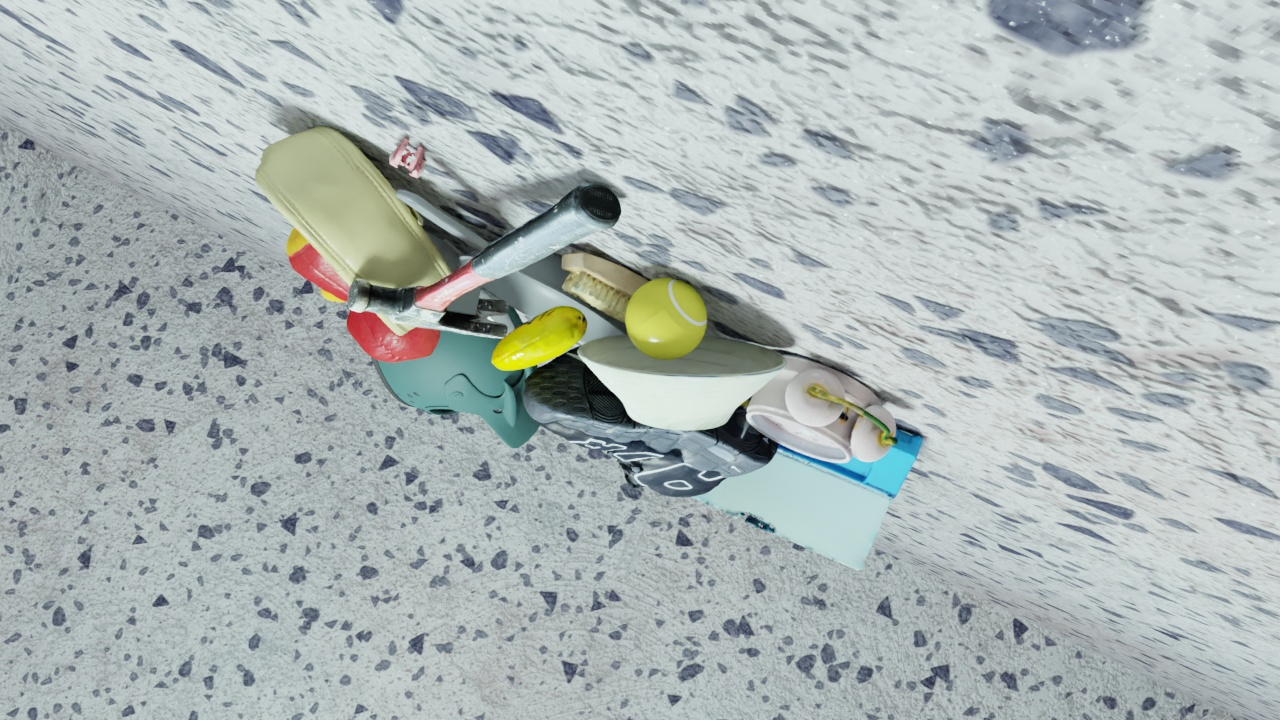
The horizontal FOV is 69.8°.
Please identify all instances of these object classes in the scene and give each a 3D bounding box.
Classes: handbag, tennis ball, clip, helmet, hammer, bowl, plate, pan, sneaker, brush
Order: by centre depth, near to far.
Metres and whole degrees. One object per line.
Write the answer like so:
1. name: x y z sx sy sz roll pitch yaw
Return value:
1. hammer: -0.110 -0.071 0.714 0.140 0.036 0.327 11 164 -33
2. clip: -0.179 -0.156 0.721 0.044 0.023 0.060 25 176 -37
3. tennis ball: 0.020 -0.033 0.731 0.065 0.065 0.065 25 173 3
4. bowl: 0.034 0.020 0.785 0.176 0.058 0.176 3 -168 -1
5. brush: -0.015 -0.056 0.798 0.117 0.039 0.049 26 172 -26
6. pan: -0.115 -0.088 0.858 0.201 0.050 0.356 21 169 25
7. handbag: -0.263 -0.123 0.873 0.191 0.088 0.233 38 167 46
8. sneaker: -0.007 0.073 0.897 0.252 0.097 0.151 15 139 -18
9. plate: -0.203 -0.097 1.056 0.229 0.030 0.229 45 175 5
10. helmet: -0.240 0.001 1.285 0.200 0.176 0.275 7 143 18

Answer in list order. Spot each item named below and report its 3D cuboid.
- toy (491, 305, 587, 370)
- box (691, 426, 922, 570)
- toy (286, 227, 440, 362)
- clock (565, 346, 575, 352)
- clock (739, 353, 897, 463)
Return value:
1. toy: -0.090 -0.018 0.819 0.041 0.094 0.095 63 -162 -3
2. box: 0.151 0.095 0.961 0.244 0.171 0.070 23 -150 14
3. toy: -0.325 -0.084 1.098 0.148 0.098 0.216 -17 116 42
4. clock: -0.042 0.020 1.326 0.159 0.061 0.120 26 173 -10
5. clock: 0.160 0.045 0.813 0.116 0.058 0.158 31 166 -21
